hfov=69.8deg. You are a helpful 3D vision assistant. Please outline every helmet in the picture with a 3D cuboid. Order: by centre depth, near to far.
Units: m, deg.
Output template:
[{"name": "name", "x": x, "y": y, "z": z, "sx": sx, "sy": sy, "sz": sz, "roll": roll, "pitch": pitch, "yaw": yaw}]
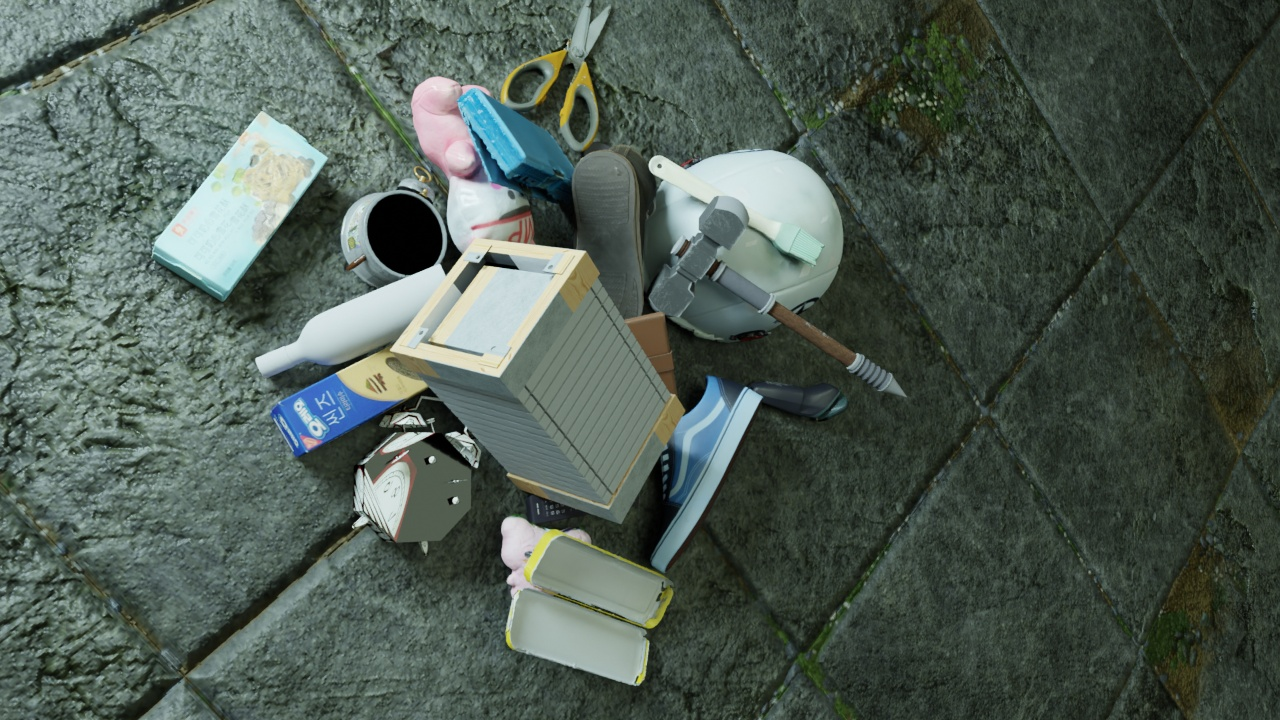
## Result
[{"name": "helmet", "x": 0.135, "y": -0.148, "z": 1.113, "sx": 0.263, "sy": 0.164, "sz": 0.236, "roll": -17, "pitch": 89, "yaw": -30}]

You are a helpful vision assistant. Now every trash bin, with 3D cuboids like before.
[{"name": "trash bin", "x": -0.090, "y": 0.022, "z": 0.903, "sx": 0.142, "sy": 0.143, "sz": 0.247, "roll": -59, "pitch": 139, "yaw": -25}]

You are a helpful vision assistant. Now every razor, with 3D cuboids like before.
[{"name": "razor", "x": 0.203, "y": 0.047, "z": 1.189, "sx": 0.142, "sy": 0.047, "sz": 0.052, "roll": 12, "pitch": 100, "yaw": -25}]

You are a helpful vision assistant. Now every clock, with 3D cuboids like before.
[{"name": "clock", "x": -0.218, "y": 0.108, "z": 0.918, "sx": 0.114, "sy": 0.065, "sz": 0.154, "roll": 28, "pitch": 69, "yaw": -23}, {"name": "clock", "x": -0.248, "y": -0.137, "z": 0.949, "sx": 0.104, "sy": 0.056, "sz": 0.147, "roll": 29, "pitch": 68, "yaw": -34}]

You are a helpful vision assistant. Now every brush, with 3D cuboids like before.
[{"name": "brush", "x": 0.106, "y": -0.168, "z": 1.020, "sx": 0.217, "sy": 0.012, "sz": 0.033, "roll": 28, "pitch": 81, "yaw": -5}]

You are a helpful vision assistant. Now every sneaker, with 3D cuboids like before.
[{"name": "sneaker", "x": -0.032, "y": -0.127, "z": 1.048, "sx": 0.119, "sy": 0.095, "sz": 0.235, "roll": -59, "pitch": 149, "yaw": -67}, {"name": "sneaker", "x": 0.051, "y": 0.126, "z": 1.081, "sx": 0.098, "sy": 0.083, "sz": 0.240, "roll": 25, "pitch": 73, "yaw": 12}]

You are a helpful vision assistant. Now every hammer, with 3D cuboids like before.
[{"name": "hammer", "x": 0.174, "y": -0.043, "z": 1.034, "sx": 0.322, "sy": 0.156, "sz": 0.043, "roll": 32, "pitch": 24, "yaw": -12}]

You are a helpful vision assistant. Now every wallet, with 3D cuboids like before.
[{"name": "wallet", "x": -0.006, "y": 0.006, "z": 1.039, "sx": 0.087, "sy": 0.013, "sz": 0.121, "roll": -12, "pitch": 121, "yaw": -3}]

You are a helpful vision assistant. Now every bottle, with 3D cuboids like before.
[{"name": "bottle", "x": -0.275, "y": -0.032, "z": 0.892, "sx": 0.195, "sy": 0.052, "sz": 0.052, "roll": -24, "pitch": 94, "yaw": -9}]

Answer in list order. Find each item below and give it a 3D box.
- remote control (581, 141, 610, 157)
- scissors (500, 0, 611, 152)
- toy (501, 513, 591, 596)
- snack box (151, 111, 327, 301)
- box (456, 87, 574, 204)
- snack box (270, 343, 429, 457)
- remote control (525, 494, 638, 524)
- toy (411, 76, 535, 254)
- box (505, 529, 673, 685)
[{"name": "remote control", "x": -0.047, "y": -0.204, "z": 1.105, "sx": 0.046, "sy": 0.009, "sz": 0.124, "roll": 2, "pitch": 80, "yaw": -30}, {"name": "scissors", "x": -0.094, "y": -0.362, "z": 1.103, "sx": 0.161, "sy": 0.016, "sz": 0.225, "roll": 14, "pitch": 71, "yaw": -25}, {"name": "toy", "x": -0.108, "y": 0.213, "z": 0.973, "sx": 0.102, "sy": 0.050, "sz": 0.093, "roll": 19, "pitch": 78, "yaw": -23}, {"name": "snack box", "x": -0.381, "y": -0.147, "z": 0.877, "sx": 0.075, "sy": 0.053, "sz": 0.174, "roll": 36, "pitch": 65, "yaw": -19}, {"name": "box", "x": -0.124, "y": -0.215, "z": 0.959, "sx": 0.048, "sy": 0.231, "sz": 0.093, "roll": -36, "pitch": 88, "yaw": 11}, {"name": "snack box", "x": -0.259, "y": 0.022, "z": 0.914, "sx": 0.206, "sy": 0.057, "sz": 0.056, "roll": -32, "pitch": 97, "yaw": -31}, {"name": "remote control", "x": -0.063, "y": 0.158, "z": 1.028, "sx": 0.136, "sy": 0.015, "sz": 0.032, "roll": -4, "pitch": 83, "yaw": -33}, {"name": "toy", "x": -0.174, "y": -0.190, "z": 0.974, "sx": 0.141, "sy": 0.084, "sz": 0.213, "roll": -44, "pitch": 113, "yaw": -74}, {"name": "box", "x": -0.049, "y": 0.266, "z": 0.976, "sx": 0.209, "sy": 0.039, "sz": 0.129, "roll": 34, "pitch": 69, "yaw": -41}]
